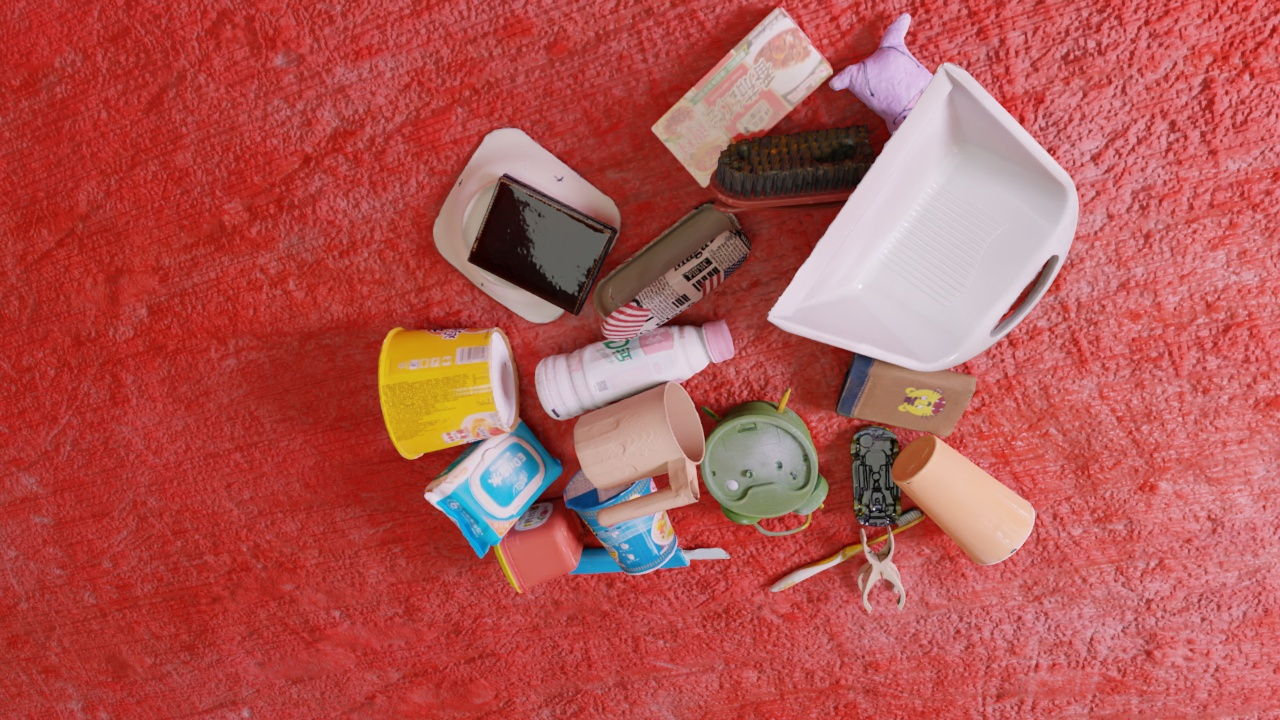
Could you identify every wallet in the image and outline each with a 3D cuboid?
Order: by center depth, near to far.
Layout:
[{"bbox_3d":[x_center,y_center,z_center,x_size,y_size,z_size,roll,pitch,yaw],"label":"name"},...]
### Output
[{"bbox_3d":[0.250,0.034,0.875,0.115,0.033,0.090,11,141,6],"label":"wallet"},{"bbox_3d":[-0.095,-0.109,0.876,0.122,0.020,0.096,27,111,1],"label":"wallet"}]

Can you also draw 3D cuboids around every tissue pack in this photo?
[{"bbox_3d":[-0.153,0.128,0.969,0.090,0.139,0.063,50,144,-9],"label":"tissue pack"}]

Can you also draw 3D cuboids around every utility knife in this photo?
[{"bbox_3d":[0.006,0.223,1.032,0.191,0.018,0.034,-6,123,15],"label":"utility knife"}]

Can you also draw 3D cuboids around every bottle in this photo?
[{"bbox_3d":[-0.005,0.005,0.916,0.197,0.068,0.068,-16,108,17],"label":"bottle"}]

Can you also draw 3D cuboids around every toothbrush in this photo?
[{"bbox_3d":[0.215,0.203,0.978,0.192,0.016,0.018,-33,91,23],"label":"toothbrush"}]

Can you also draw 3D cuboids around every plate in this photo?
[{"bbox_3d":[-0.118,-0.125,0.904,0.164,0.034,0.164,36,116,-5],"label":"plate"}]

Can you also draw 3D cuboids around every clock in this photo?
[{"bbox_3d":[0.127,0.112,0.936,0.116,0.056,0.161,-12,109,18],"label":"clock"}]

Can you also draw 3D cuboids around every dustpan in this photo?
[{"bbox_3d":[0.255,-0.085,0.744,0.142,0.257,0.223,39,110,17],"label":"dustpan"}]

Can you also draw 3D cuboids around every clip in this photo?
[{"bbox_3d":[0.236,0.221,0.958,0.083,0.034,0.104,-23,118,16],"label":"clip"}]

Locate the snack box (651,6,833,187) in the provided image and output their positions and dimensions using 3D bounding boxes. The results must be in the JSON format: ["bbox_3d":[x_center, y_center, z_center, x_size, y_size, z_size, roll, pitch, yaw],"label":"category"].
[{"bbox_3d":[0.089,-0.231,0.815,0.153,0.025,0.075,-39,99,24],"label":"snack box"}]

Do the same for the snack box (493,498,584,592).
[{"bbox_3d":[-0.108,0.200,1.012,0.080,0.091,0.082,-16,109,11],"label":"snack box"}]

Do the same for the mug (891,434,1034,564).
[{"bbox_3d":[0.306,0.130,0.885,0.123,0.078,0.078,39,115,-10],"label":"mug"}]

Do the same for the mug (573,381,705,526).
[{"bbox_3d":[0.001,0.092,0.886,0.104,0.124,0.084,-21,145,22],"label":"mug"}]

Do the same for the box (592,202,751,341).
[{"bbox_3d":[0.029,-0.075,0.858,0.163,0.087,0.076,-34,105,12],"label":"box"}]

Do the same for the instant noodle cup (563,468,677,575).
[{"bbox_3d":[-0.014,0.165,0.977,0.099,0.099,0.110,-19,116,20],"label":"instant noodle cup"}]

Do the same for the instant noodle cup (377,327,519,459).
[{"bbox_3d":[-0.189,0.026,0.936,0.110,0.137,0.138,-8,111,6],"label":"instant noodle cup"}]

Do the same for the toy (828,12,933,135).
[{"bbox_3d":[0.226,-0.228,0.778,0.108,0.038,0.084,44,106,-6],"label":"toy"}]

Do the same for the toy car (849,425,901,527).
[{"bbox_3d":[0.238,0.116,0.926,0.048,0.032,0.105,-3,100,13],"label":"toy car"}]

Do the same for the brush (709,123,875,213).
[{"bbox_3d":[0.133,-0.159,0.806,0.146,0.063,0.069,-6,148,2],"label":"brush"}]
